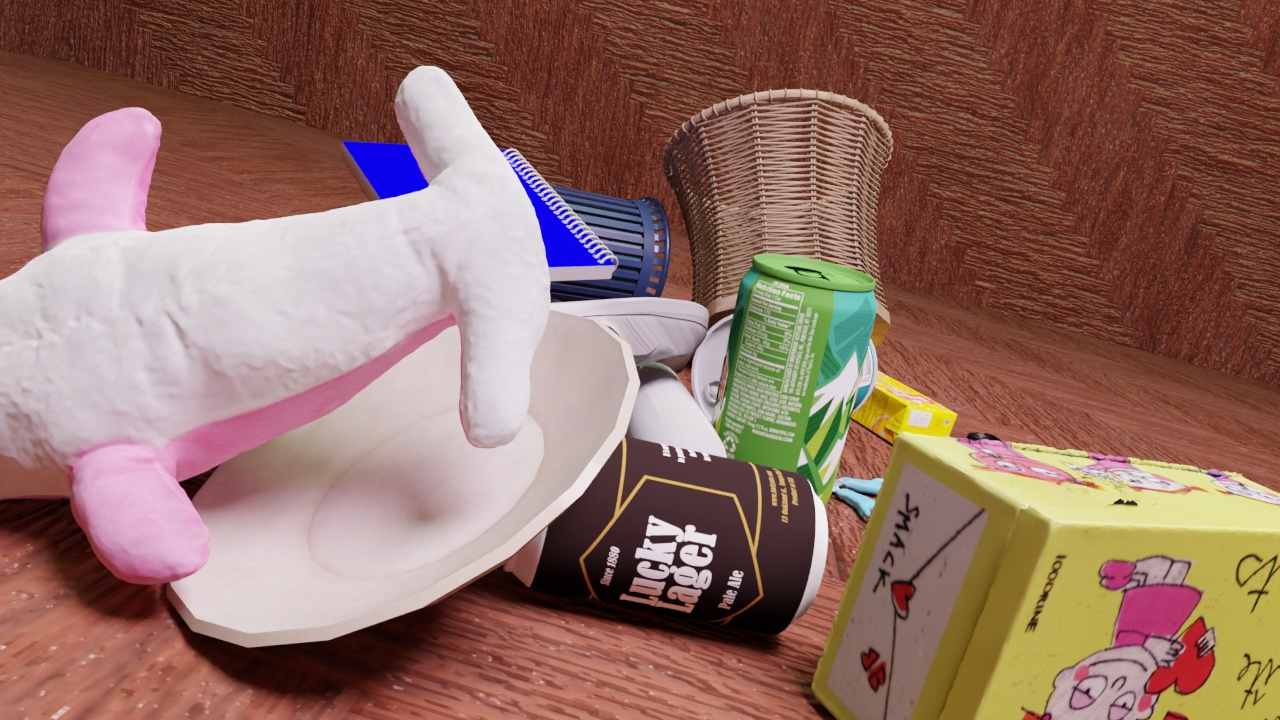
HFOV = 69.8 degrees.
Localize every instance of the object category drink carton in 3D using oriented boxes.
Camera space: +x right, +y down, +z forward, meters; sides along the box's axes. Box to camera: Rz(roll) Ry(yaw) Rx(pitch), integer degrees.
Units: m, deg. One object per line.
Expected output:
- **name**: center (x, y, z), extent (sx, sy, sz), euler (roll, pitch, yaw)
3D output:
- **drink carton**: center (0.224, 0.039, 0.847), extent (0.058, 0.043, 0.134), euler (10, 14, -24)

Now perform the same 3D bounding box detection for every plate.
- **plate**: center (-0.087, 0.042, 0.357), extent (0.189, 0.027, 0.188), euler (-16, 30, 9)

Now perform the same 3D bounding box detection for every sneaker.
- **sneaker**: center (-0.058, 0.012, 0.541), extent (0.235, 0.089, 0.099), euler (-5, 1, -32)

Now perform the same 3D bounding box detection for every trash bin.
- **trash bin**: center (-0.111, -0.117, 0.927), extent (0.249, 0.139, 0.139), euler (6, 15, -26)

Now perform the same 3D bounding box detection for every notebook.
- **notebook**: center (-0.137, -0.128, 0.776), extent (0.171, 0.022, 0.209), euler (-6, 40, -35)

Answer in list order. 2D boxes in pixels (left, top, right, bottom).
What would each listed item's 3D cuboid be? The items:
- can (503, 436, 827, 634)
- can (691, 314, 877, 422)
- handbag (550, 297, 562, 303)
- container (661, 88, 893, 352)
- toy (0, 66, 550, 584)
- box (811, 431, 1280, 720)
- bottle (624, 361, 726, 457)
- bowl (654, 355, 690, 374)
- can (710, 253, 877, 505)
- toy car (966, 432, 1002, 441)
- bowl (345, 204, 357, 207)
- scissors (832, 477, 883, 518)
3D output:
- **can**: center (0.010, 0.073, 0.399), extent (0.128, 0.072, 0.072), euler (13, 13, -8)
- **can**: center (0.117, 0.009, 0.724), extent (0.099, 0.099, 0.143), euler (22, 15, 28)
- **handbag**: center (-0.056, -0.029, 0.800), extent (0.128, 0.054, 0.079), euler (9, 10, -16)
- **container**: center (0.137, -0.114, 0.891), extent (0.227, 0.196, 0.227), euler (0, -19, 0)
- **toy**: center (-0.160, -0.006, 0.366), extent (0.266, 0.186, 0.128), euler (-18, -16, 4)
- **box**: center (0.190, 0.103, 0.366), extent (0.220, 0.124, 0.079), euler (11, 14, -26)
- **bottle**: center (0.019, 0.051, 0.543), extent (0.052, 0.052, 0.195), euler (12, 13, -12)
- **bowl**: center (-0.004, 0.004, 0.687), extent (0.119, 0.032, 0.119), euler (-23, 6, 3)
- **can**: center (0.091, 0.013, 0.564), extent (0.083, 0.144, 0.083), euler (9, 17, -3)
- **toy car**: center (0.264, 0.088, 0.663), extent (0.049, 0.051, 0.100), euler (12, 13, -6)
- **bowl**: center (-0.202, -0.049, 0.645), extent (0.117, 0.068, 0.117), euler (-11, 44, 10)
- **scissors**: center (0.145, 0.085, 0.632), extent (0.139, 0.015, 0.117), euler (27, 18, 35)
